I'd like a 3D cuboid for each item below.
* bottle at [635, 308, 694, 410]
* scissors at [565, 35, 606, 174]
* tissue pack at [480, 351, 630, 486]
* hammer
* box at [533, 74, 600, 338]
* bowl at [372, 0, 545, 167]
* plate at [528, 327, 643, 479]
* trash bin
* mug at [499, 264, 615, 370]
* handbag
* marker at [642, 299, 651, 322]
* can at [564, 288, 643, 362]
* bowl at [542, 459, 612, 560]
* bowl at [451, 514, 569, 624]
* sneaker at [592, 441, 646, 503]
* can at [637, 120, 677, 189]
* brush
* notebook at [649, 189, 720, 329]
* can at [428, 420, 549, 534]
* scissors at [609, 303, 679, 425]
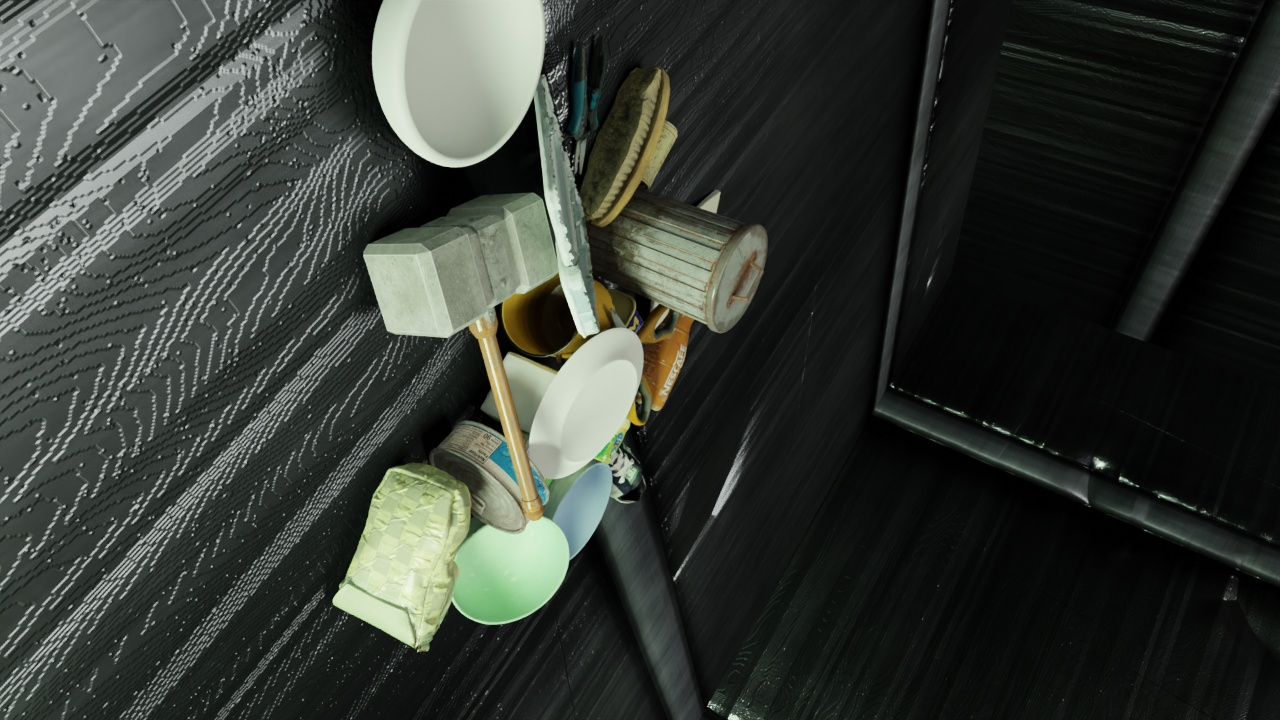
[{"bbox_3d":[0.034,-0.018,1.212,0.167,0.059,0.059,-65,156,-2],"label":"bottle"},{"bbox_3d":[-0.056,-0.273,0.973,0.143,0.019,0.126,-62,157,-4],"label":"scissors"},{"bbox_3d":[-0.108,0.089,1.097,0.197,0.120,0.141,32,82,-60],"label":"tissue pack"},{"bbox_3d":[-0.135,0.017,0.873,0.162,0.083,0.318,-38,124,-47],"label":"hammer"},{"bbox_3d":[-0.075,-0.150,0.890,0.189,0.037,0.208,72,6,-51],"label":"box"},{"bbox_3d":[-0.153,-0.248,0.730,0.176,0.066,0.177,-46,150,-38],"label":"bowl"},{"bbox_3d":[-0.051,0.053,1.013,0.188,0.016,0.189,-40,147,-33],"label":"plate"},{"bbox_3d":[0.041,-0.124,1.074,0.130,0.211,0.131,-46,150,-38],"label":"trash bin"},{"bbox_3d":[-0.085,-0.040,1.013,0.094,0.101,0.123,8,68,-68],"label":"mug"},{"bbox_3d":[-0.228,0.197,0.945,0.186,0.113,0.116,-69,164,5],"label":"handbag"},{"bbox_3d":[0.012,-0.067,1.310,0.021,0.017,0.124,17,96,-34],"label":"marker"},{"bbox_3d":[-0.040,-0.021,1.196,0.116,0.056,0.092,-60,157,-13],"label":"can"},{"bbox_3d":[-0.110,0.189,1.226,0.150,0.075,0.151,-47,150,-38],"label":"bowl"},{"bbox_3d":[-0.169,0.236,1.113,0.150,0.077,0.151,-11,116,-25],"label":"bowl"},{"bbox_3d":[-0.041,0.144,1.322,0.084,0.079,0.235,-57,155,-17],"label":"sneaker"},{"bbox_3d":[0.012,-0.250,1.110,0.079,0.038,0.038,-62,156,-8],"label":"can"},{"bbox_3d":[-0.017,-0.244,1.031,0.043,0.059,0.195,26,86,-58],"label":"brush"},{"bbox_3d":[0.063,-0.142,1.325,0.208,0.012,0.153,-48,152,-49],"label":"notebook"},{"bbox_3d":[-0.163,0.126,0.985,0.044,0.130,0.130,-50,152,-32],"label":"can"},{"bbox_3d":[-0.006,0.004,1.101,0.224,0.016,0.217,-34,135,-58],"label":"scissors"}]
